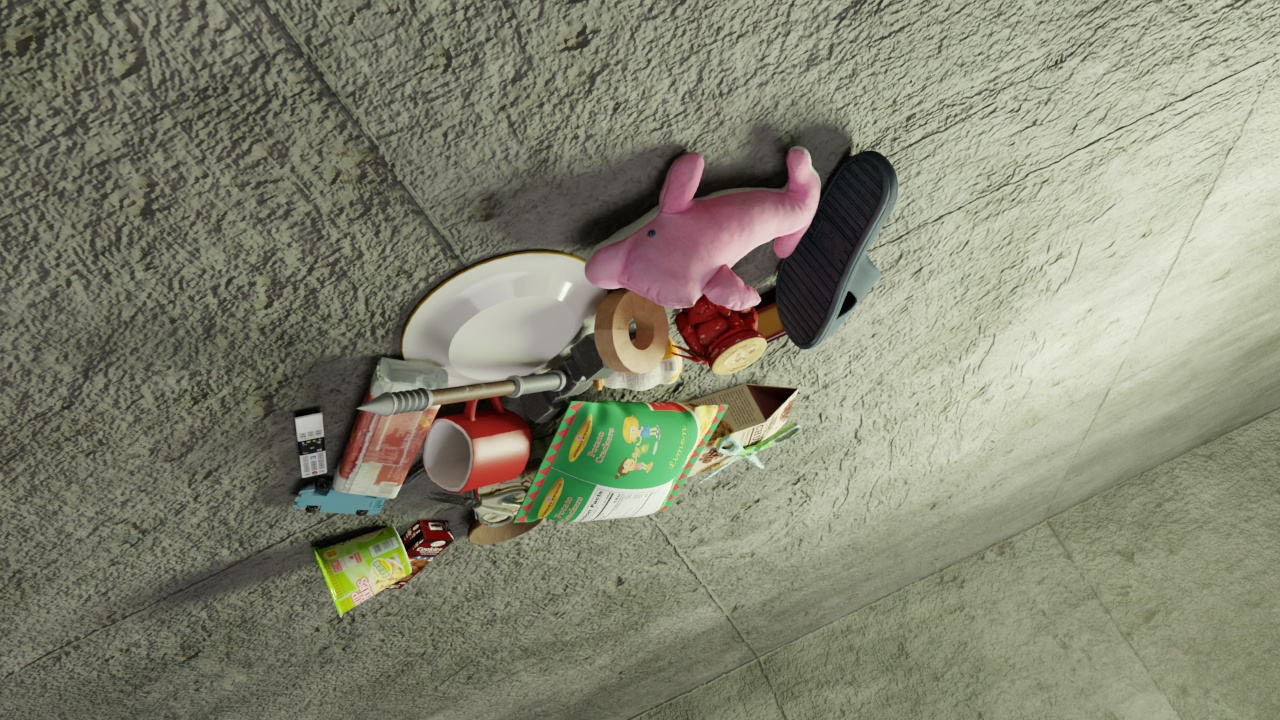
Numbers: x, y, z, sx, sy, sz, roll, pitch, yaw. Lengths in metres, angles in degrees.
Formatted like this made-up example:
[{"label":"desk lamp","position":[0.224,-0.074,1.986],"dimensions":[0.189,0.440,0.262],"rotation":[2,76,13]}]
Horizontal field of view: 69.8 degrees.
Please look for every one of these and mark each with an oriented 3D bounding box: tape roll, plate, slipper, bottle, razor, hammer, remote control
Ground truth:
[{"label":"tape roll","position":[-0.009,-0.033,1.010],"dimensions":[0.027,0.094,0.093],"rotation":[1,171,42]},{"label":"plate","position":[-0.140,-0.030,0.984],"dimensions":[0.229,0.021,0.230],"rotation":[-19,149,-12]},{"label":"slipper","position":[0.234,-0.126,1.050],"dimensions":[0.082,0.101,0.264],"rotation":[-15,143,-31]},{"label":"bottle","position":[0.083,-0.042,1.046],"dimensions":[0.099,0.111,0.099],"rotation":[-21,154,-11]},{"label":"razor","position":[-0.263,0.130,1.139],"dimensions":[0.106,0.042,0.026],"rotation":[-34,152,33]},{"label":"hammer","position":[-0.158,0.030,0.950],"dimensions":[0.156,0.043,0.321],"rotation":[-38,163,32]},{"label":"remote control","position":[-0.366,0.093,1.019],"dimensions":[0.028,0.011,0.124],"rotation":[-11,147,-23]},{"label":"bottle","position":[-0.007,0.006,1.103],"dimensions":[0.108,0.063,0.063],"rotation":[-14,148,-17]}]

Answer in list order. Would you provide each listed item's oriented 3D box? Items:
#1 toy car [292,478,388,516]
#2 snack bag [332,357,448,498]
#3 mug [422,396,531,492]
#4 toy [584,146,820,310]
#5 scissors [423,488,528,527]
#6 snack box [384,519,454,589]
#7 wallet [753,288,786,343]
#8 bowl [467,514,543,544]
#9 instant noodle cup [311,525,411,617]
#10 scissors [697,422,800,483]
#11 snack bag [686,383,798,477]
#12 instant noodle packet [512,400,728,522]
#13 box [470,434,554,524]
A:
[{"label":"toy car","position":[-0.363,0.161,1.114],"dimensions":[0.107,0.027,0.060],"rotation":[10,136,-31]},{"label":"snack bag","position":[-0.282,0.081,1.023],"dimensions":[0.077,0.041,0.226],"rotation":[12,135,-23]},{"label":"mug","position":[-0.186,0.088,1.068],"dimensions":[0.096,0.080,0.116],"rotation":[-8,118,-55]},{"label":"toy","position":[0.078,-0.109,0.922],"dimensions":[0.265,0.127,0.187],"rotation":[-22,147,-16]},{"label":"scissors","position":[-0.203,0.177,1.183],"dimensions":[0.132,0.012,0.170],"rotation":[-26,145,-4]},{"label":"snack box","position":[-0.332,0.280,1.318],"dimensions":[0.141,0.031,0.051],"rotation":[-42,146,27]},{"label":"wallet","position":[0.162,-0.050,1.186],"dimensions":[0.091,0.018,0.116],"rotation":[-25,154,-2]},{"label":"bowl","position":[-0.198,0.229,1.334],"dimensions":[0.117,0.030,0.118],"rotation":[-18,154,-9]},{"label":"instant noodle cup","position":[-0.370,0.276,1.230],"dimensions":[0.107,0.099,0.099],"rotation":[-22,151,-22]},{"label":"scissors","position":[0.154,0.133,1.329],"dimensions":[0.171,0.021,0.172],"rotation":[-34,154,8]},{"label":"snack bag","position":[0.129,0.095,1.333],"dimensions":[0.206,0.069,0.095],"rotation":[-17,149,-15]},{"label":"instant noodle packet","position":[-0.021,0.130,1.178],"dimensions":[0.252,0.090,0.196],"rotation":[3,125,-39]},{"label":"box","position":[-0.132,0.153,1.252],"dimensions":[0.205,0.050,0.118],"rotation":[-16,150,-18]}]
